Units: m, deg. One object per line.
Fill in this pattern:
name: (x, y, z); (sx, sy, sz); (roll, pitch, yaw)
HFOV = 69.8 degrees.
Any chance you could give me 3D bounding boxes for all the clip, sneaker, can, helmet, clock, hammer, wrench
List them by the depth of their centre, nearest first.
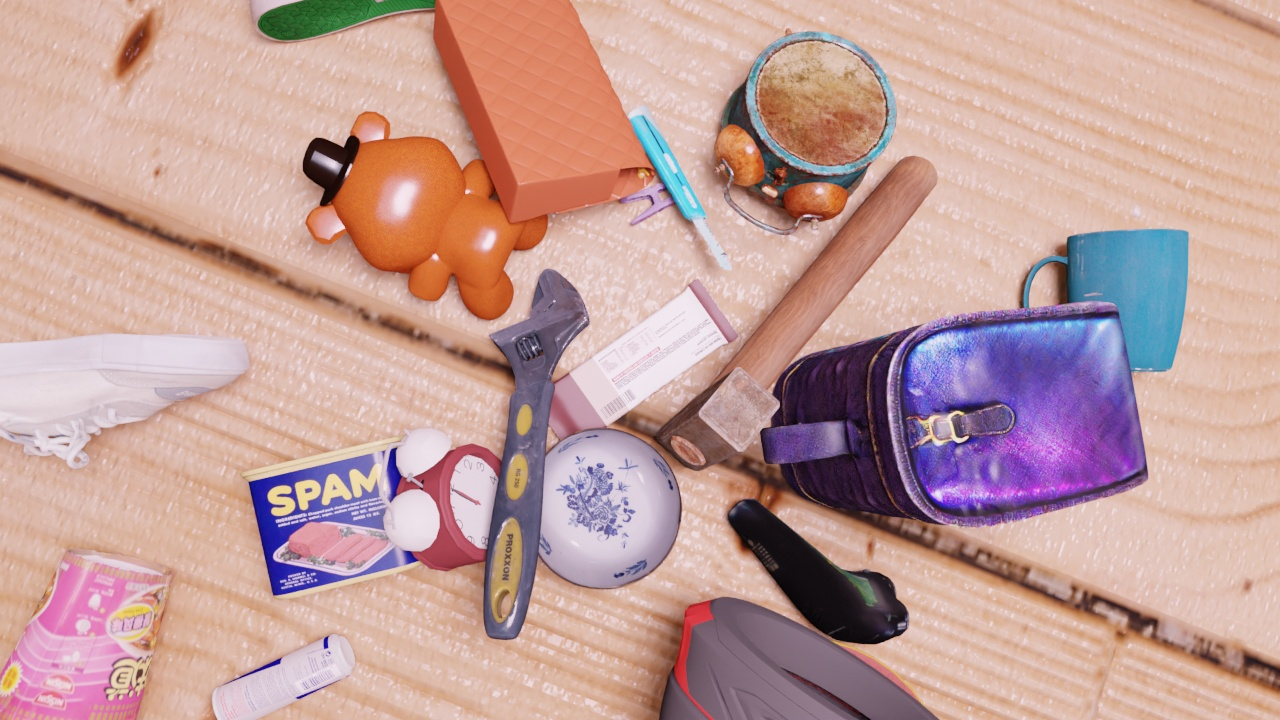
helmet: (0.111, 0.288, 0.588); (0.265, 0.164, 0.170); (29, 96, 7)
clock: (-0.132, 0.098, 0.637); (0.044, 0.124, 0.087); (-18, 53, 27)
sneaker: (-0.391, 0.028, 0.641); (0.242, 0.089, 0.090); (-3, 90, 2)
wrench: (-0.079, 0.056, 0.647); (0.073, 0.022, 0.272); (-1, 64, 11)
can: (-0.254, 0.229, 0.657); (0.095, 0.032, 0.032); (-24, 88, -5)
can: (-0.214, 0.111, 0.657); (0.116, 0.056, 0.092); (-13, 88, -5)
hammer: (0.123, -0.042, 0.668); (0.037, 0.158, 0.300); (42, 71, 0)
sneaker: (-0.177, -0.307, 0.677); (0.235, 0.084, 0.079); (-13, 87, -1)
clock: (0.116, -0.162, 0.688); (0.121, 0.073, 0.157); (30, 73, -2)
clip: (0.012, -0.123, 0.710); (0.052, 0.013, 0.035); (-22, 89, -8)

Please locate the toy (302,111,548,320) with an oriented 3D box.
toy: (-0.155, -0.106, 0.658); (0.176, 0.096, 0.112); (30, 84, -29)

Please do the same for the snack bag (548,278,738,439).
snack bag: (-0.004, 0.004, 0.699); (0.158, 0.013, 0.057); (-36, 91, -5)

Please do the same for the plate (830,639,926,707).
plate: (0.116, 0.320, 0.681); (0.230, 0.021, 0.229); (0, 86, -4)

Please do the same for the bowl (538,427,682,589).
bowl: (-0.028, 0.107, 0.674); (0.114, 0.045, 0.114); (0, 86, -3)

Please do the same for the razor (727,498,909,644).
razor: (0.131, 0.155, 0.686); (0.151, 0.054, 0.067); (42, 57, 8)

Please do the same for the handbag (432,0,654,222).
handbag: (-0.072, -0.189, 0.670); (0.108, 0.060, 0.171); (-16, 70, -22)

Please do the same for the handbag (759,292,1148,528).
handbag: (0.190, 0.040, 0.618); (0.222, 0.205, 0.125); (-8, 86, -11)

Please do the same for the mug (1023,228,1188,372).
mug: (0.353, -0.043, 0.700); (0.112, 0.084, 0.104); (0, 92, 24)

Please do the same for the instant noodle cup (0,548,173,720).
instant noodle cup: (-0.375, 0.190, 0.627); (0.097, 0.098, 0.108); (16, 78, -3)

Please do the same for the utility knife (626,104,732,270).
utility knife: (0.032, -0.131, 0.698); (0.022, 0.015, 0.151); (-23, 76, -32)
